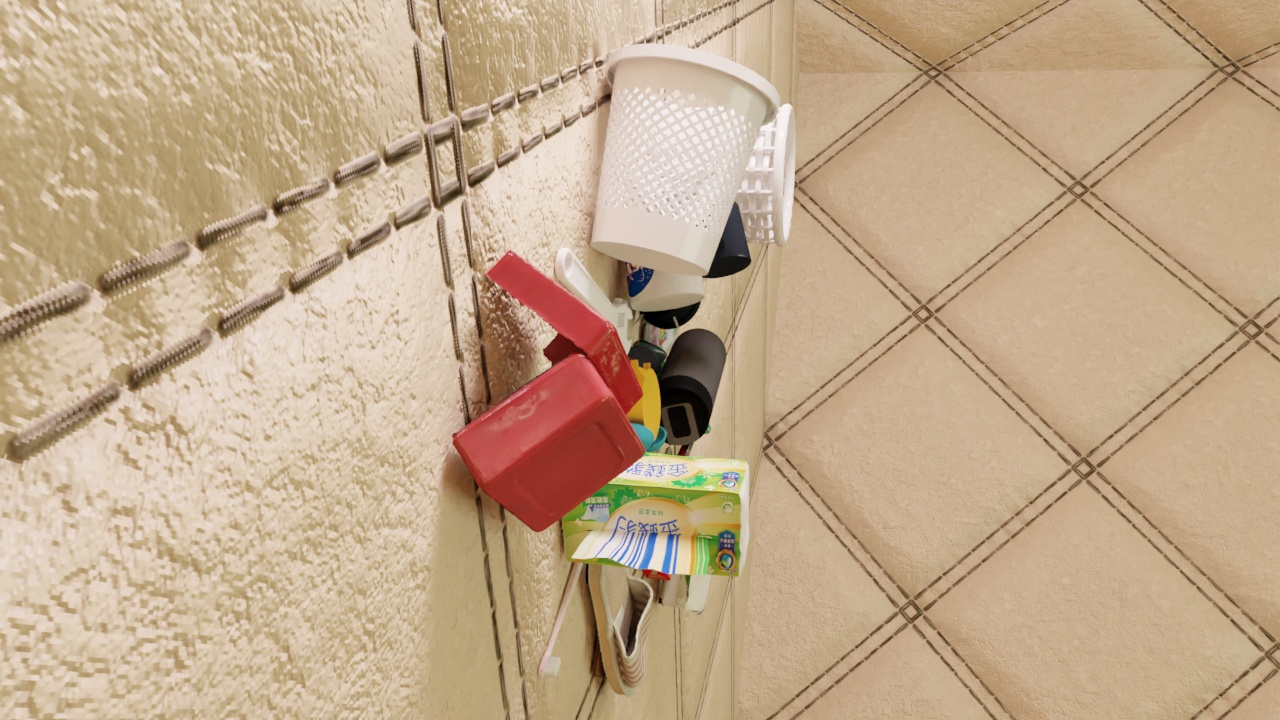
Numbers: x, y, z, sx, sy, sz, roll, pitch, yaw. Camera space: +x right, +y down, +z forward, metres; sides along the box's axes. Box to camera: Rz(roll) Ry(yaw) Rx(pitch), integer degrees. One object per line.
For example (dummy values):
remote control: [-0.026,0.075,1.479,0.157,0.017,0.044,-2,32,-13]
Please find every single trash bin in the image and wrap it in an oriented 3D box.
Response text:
trash bin: [0.034,-0.207,1.004,0.195,0.195,0.199,24,80,-76]

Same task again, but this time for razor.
razor: [-0.007,0.007,1.164,0.052,0.047,0.142,67,20,-5]

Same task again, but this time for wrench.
wrench: [-0.048,-0.065,1.021,0.273,0.018,0.066,48,48,-70]

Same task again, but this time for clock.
clock: [0.034,-0.101,1.204,0.042,0.091,0.120,32,68,-63]
clock: [0.001,0.065,1.058,0.099,0.044,0.129,16,73,-74]

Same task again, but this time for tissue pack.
tissue pack: [0.011,0.171,0.942,0.141,0.198,0.120,-61,145,-66]

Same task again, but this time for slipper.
slipper: [-0.017,0.313,1.120,0.114,0.052,0.263,-68,155,-50]

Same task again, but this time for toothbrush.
toothbrush: [-0.076,0.259,0.988,0.180,0.018,0.016,-73,162,-46]

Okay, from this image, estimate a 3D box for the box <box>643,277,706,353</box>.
box: [0.040,-0.078,1.339,0.154,0.066,0.201,-62,175,20]

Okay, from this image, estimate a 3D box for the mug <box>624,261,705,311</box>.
mug: [0.020,-0.111,1.133,0.121,0.091,0.090,-21,-105,59]

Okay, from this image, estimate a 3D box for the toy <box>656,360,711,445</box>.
toy: [0.049,0.069,1.367,0.130,0.072,0.193,53,15,-1]

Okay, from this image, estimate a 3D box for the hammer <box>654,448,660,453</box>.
hammer: [-0.027,0.084,1.106,0.328,0.039,0.130,72,26,-56]

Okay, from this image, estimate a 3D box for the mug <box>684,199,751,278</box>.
mug: [0.095,-0.157,1.145,0.105,0.071,0.077,61,18,-74]

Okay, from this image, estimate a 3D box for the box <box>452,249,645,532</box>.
box: [-0.084,0.039,0.759,0.170,0.156,0.157,-53,157,-14]

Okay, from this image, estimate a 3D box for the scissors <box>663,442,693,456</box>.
scissors: [0.030,0.168,1.190,0.185,0.015,0.179,-59,-170,11]

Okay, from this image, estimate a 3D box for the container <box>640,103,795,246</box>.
container: [0.112,-0.256,1.267,0.189,0.187,0.189,4,89,-77]

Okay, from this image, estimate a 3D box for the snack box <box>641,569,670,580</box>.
snack box: [0.025,0.241,1.365,0.152,0.036,0.132,69,28,-61]

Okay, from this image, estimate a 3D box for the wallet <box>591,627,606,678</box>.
wallet: [-0.039,0.343,1.173,0.087,0.013,0.120,64,33,-65]

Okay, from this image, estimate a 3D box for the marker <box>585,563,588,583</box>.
marker: [-0.056,0.185,1.067,0.011,0.011,0.152,-15,108,-76]

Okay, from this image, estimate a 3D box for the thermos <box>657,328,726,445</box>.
thermos: [0.065,0.031,1.239,0.240,0.082,0.082,-62,153,-68]

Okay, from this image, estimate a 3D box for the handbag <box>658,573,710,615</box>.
handbag: [0.080,0.319,1.438,0.176,0.074,0.151,96,6,-79]
